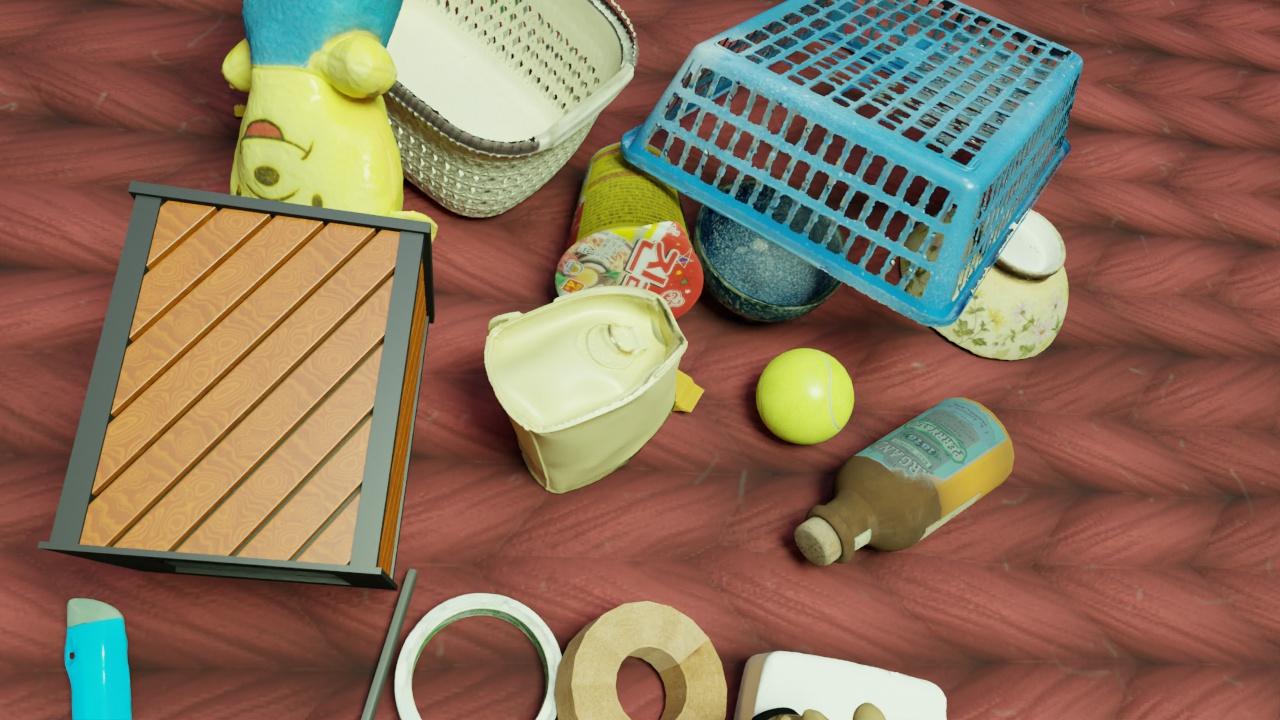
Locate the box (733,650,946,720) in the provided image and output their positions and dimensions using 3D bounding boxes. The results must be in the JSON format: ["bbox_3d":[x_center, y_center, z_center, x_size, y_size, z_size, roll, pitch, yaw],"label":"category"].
[{"bbox_3d":[0.104,0.225,0.523,0.107,0.095,0.102,12,71,-2],"label":"box"}]

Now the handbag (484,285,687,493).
[{"bbox_3d":[-0.029,0.016,0.558,0.111,0.119,0.081,-24,67,-9],"label":"handbag"}]

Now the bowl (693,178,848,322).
[{"bbox_3d":[0.088,-0.072,0.677,0.114,0.061,0.114,6,60,-11],"label":"bowl"}]

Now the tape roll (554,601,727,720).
[{"bbox_3d":[0.001,0.185,0.513,0.094,0.027,0.093,12,59,-21],"label":"tape roll"}]

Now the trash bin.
[{"bbox_3d":[-0.191,0.025,0.485,0.139,0.140,0.171,7,72,-10],"label":"trash bin"}]

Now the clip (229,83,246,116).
[{"bbox_3d":[-0.279,-0.201,0.691,0.054,0.046,0.047,-4,96,-15],"label":"clip"}]

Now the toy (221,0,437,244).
[{"bbox_3d":[-0.184,-0.148,0.530,0.149,0.214,0.083,15,23,32],"label":"toy"}]

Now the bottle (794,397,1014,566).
[{"bbox_3d":[0.167,0.085,0.600,0.156,0.068,0.068,-26,69,-25],"label":"bottle"}]

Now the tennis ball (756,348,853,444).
[{"bbox_3d":[0.111,0.025,0.622,0.065,0.065,0.065,6,59,-10],"label":"tennis ball"}]

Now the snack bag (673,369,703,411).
[{"bbox_3d":[-0.004,0.004,0.635,0.099,0.020,0.026,30,63,5],"label":"snack bag"}]

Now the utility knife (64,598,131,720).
[{"bbox_3d":[-0.270,0.203,0.458,0.031,0.015,0.174,-9,64,-15],"label":"utility knife"}]

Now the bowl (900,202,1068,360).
[{"bbox_3d":[0.285,-0.078,0.725,0.145,0.063,0.145,6,57,-10],"label":"bowl"}]

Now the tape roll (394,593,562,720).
[{"bbox_3d":[-0.090,0.179,0.513,0.093,0.018,0.093,6,59,-10],"label":"tape roll"}]

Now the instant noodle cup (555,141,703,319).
[{"bbox_3d":[-0.009,-0.094,0.655,0.100,0.101,0.112,6,49,-10],"label":"instant noodle cup"}]

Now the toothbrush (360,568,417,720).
[{"bbox_3d":[-0.146,0.192,0.495,0.013,0.013,0.167,10,58,2],"label":"toothbrush"}]

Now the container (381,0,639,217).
[{"bbox_3d":[-0.136,-0.222,0.651,0.251,0.144,0.184,41,58,3],"label":"container"}]

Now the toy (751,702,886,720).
[{"bbox_3d":[0.081,0.209,0.424,0.134,0.108,0.105,-10,57,-11],"label":"toy"}]

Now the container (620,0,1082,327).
[{"bbox_3d":[0.187,-0.194,0.689,0.257,0.089,0.360,32,44,16],"label":"container"}]
